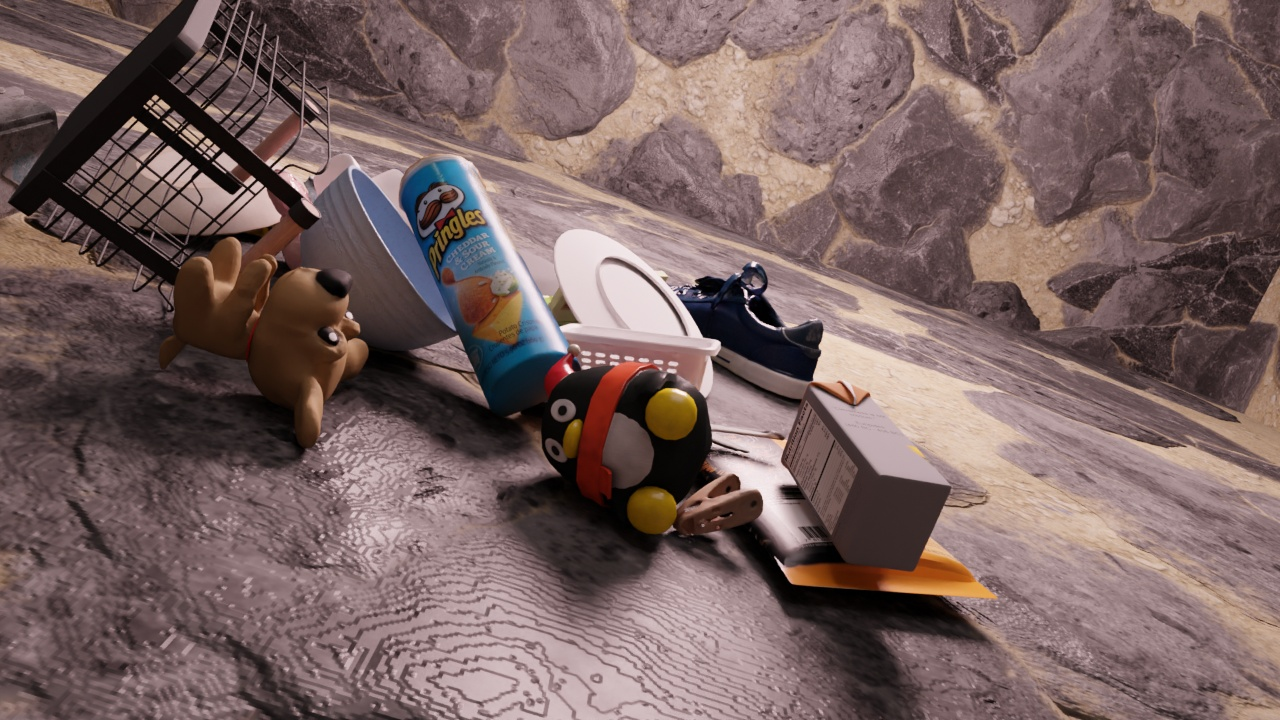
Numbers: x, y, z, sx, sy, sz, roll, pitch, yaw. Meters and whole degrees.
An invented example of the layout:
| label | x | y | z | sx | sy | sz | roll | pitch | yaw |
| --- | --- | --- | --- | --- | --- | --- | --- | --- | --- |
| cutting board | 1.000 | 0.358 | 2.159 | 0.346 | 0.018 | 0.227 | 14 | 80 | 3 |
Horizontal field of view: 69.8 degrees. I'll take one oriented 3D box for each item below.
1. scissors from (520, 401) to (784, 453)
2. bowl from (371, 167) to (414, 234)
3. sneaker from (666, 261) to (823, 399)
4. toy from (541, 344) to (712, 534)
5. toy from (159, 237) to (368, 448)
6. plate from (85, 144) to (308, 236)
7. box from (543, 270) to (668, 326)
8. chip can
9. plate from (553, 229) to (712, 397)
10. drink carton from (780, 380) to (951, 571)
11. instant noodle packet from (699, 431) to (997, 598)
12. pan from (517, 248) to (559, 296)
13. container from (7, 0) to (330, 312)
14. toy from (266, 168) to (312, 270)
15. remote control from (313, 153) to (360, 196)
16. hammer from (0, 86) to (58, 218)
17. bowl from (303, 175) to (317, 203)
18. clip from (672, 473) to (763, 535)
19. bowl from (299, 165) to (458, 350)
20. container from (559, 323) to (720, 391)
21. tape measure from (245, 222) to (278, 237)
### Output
| label | x | y | z | sx | sy | sz | roll | pitch | yaw |
| --- | --- | --- | --- | --- | --- | --- | --- | --- | --- |
| scissors | 0.009 | 0.042 | 0.712 | 0.199 | 0.015 | 0.179 | 6 | 7 | -1 |
| bowl | -0.235 | -0.113 | 0.850 | 0.065 | 0.116 | 0.116 | -26 | 36 | -22 |
| sneaker | 0.092 | -0.068 | 1.075 | 0.295 | 0.127 | 0.120 | 28 | 15 | 37 |
| toy | -0.016 | 0.045 | 0.581 | 0.119 | 0.097 | 0.099 | 15 | 12 | 20 |
| toy | -0.219 | -0.017 | 0.546 | 0.108 | 0.106 | 0.134 | 28 | 16 | -13 |
| plate | -0.412 | -0.170 | 0.862 | 0.188 | 0.027 | 0.188 | 8 | 32 | -5 |
| box | -0.059 | -0.058 | 0.969 | 0.131 | 0.064 | 0.187 | -21 | -8 | 28 |
| chip can | -0.120 | -0.061 | 0.707 | 0.079 | 0.080 | 0.229 | 6 | 43 | -42 |
| plate | 0.001 | -0.048 | 0.883 | 0.208 | 0.015 | 0.208 | 36 | 30 | -25 |
| drink carton | 0.139 | 0.071 | 0.589 | 0.048 | 0.076 | 0.124 | 11 | 21 | -15 |
| instant noodle packet | 0.124 | 0.103 | 0.659 | 0.159 | 0.032 | 0.221 | 10 | 17 | -24 |
| pan | -0.180 | -0.138 | 1.173 | 0.216 | 0.024 | 0.354 | 15 | 15 | -17 |
| container | -0.322 | -0.158 | 0.671 | 0.130 | 0.163 | 0.241 | 45 | 10 | -35 |
| toy | -0.299 | -0.119 | 0.814 | 0.053 | 0.105 | 0.108 | -24 | 24 | -10 |
| remote control | -0.260 | -0.143 | 0.805 | 0.136 | 0.043 | 0.013 | 56 | 0 | 45 |
| hammer | -0.505 | -0.267 | 0.628 | 0.177 | 0.327 | 0.079 | 22 | 32 | 9 |
| bowl | -0.340 | -0.164 | 0.990 | 0.114 | 0.061 | 0.114 | 18 | 13 | -5 |
| clip | 0.052 | 0.096 | 0.580 | 0.060 | 0.024 | 0.041 | -29 | 29 | -32 |
| bowl | -0.209 | -0.065 | 0.705 | 0.150 | 0.075 | 0.150 | 59 | 1 | -2 |
| container | -0.004 | 0.004 | 0.730 | 0.129 | 0.049 | 0.080 | 7 | 7 | 8 |
| tape measure | -0.372 | -0.153 | 0.911 | 0.063 | 0.038 | 0.067 | 12 | 41 | 12 |
